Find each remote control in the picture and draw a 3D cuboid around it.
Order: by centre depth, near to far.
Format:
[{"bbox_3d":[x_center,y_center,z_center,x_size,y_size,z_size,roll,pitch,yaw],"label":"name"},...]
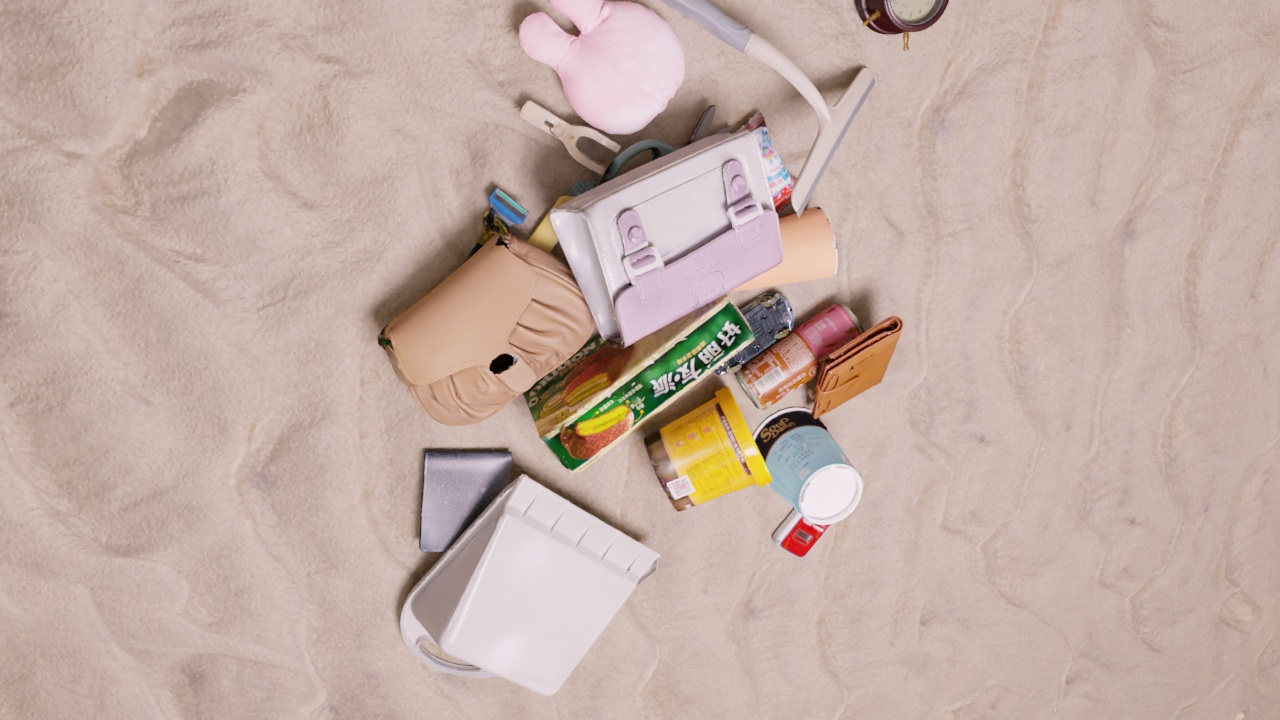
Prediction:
[{"bbox_3d":[0.227,0.191,1.168,0.056,0.020,0.136,33,101,-25],"label":"remote control"}]

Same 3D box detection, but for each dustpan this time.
[{"bbox_3d":[-0.150,0.274,1.073,0.222,0.143,0.257,36,80,-29],"label":"dustpan"}]

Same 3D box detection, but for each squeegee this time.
[{"bbox_3d":[0.108,-0.293,0.873,0.246,0.245,0.039,38,143,-6],"label":"squeegee"}]

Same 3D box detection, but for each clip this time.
[{"bbox_3d":[-0.067,-0.221,0.906,0.104,0.089,0.035,31,104,6],"label":"clip"}]

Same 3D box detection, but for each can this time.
[{"bbox_3d":[0.182,-0.004,1.049,0.147,0.058,0.058,-34,118,0],"label":"can"}]

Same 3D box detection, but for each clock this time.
[{"bbox_3d":[0.268,-0.379,0.912,0.082,0.055,0.122,21,104,-23],"label":"clock"}]

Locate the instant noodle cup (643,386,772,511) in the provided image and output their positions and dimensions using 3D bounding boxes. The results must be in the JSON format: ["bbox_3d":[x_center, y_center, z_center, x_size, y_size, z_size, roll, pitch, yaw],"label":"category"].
[{"bbox_3d":[0.074,0.106,1.038,0.114,0.118,0.118,-26,117,4],"label":"instant noodle cup"}]

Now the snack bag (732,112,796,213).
[{"bbox_3d":[0.134,-0.206,0.965,0.045,0.026,0.105,-36,116,4],"label":"snack bag"}]

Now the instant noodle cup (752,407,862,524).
[{"bbox_3d":[0.198,0.131,1.077,0.111,0.120,0.111,-6,115,-14],"label":"instant noodle cup"}]

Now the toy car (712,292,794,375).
[{"bbox_3d":[0.118,-0.032,1.032,0.120,0.037,0.054,-33,116,-12],"label":"toy car"}]

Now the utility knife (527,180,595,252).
[{"bbox_3d":[-0.102,-0.114,0.940,0.031,0.019,0.175,29,110,-31],"label":"utility knife"}]

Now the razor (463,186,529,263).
[{"bbox_3d":[-0.166,-0.105,0.925,0.042,0.022,0.143,38,105,-1],"label":"razor"}]

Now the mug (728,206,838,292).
[{"bbox_3d":[0.140,-0.114,0.982,0.122,0.078,0.078,-13,116,-6],"label":"mug"}]

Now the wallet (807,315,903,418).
[{"bbox_3d":[0.243,0.011,1.045,0.107,0.031,0.132,-30,155,-12],"label":"wallet"}]

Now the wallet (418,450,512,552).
[{"bbox_3d":[-0.195,0.158,1.021,0.097,0.019,0.121,3,103,-13],"label":"wallet"}]

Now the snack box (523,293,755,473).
[{"bbox_3d":[-0.006,0.006,0.967,0.240,0.114,0.063,-38,119,2],"label":"snack box"}]

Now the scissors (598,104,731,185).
[{"bbox_3d":[0.021,-0.185,0.919,0.176,0.019,0.175,7,114,-43],"label":"scissors"}]

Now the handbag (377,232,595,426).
[{"bbox_3d":[-0.149,-0.024,0.910,0.205,0.099,0.148,-38,130,9],"label":"handbag"}]

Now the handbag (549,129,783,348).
[{"bbox_3d":[0.033,-0.116,0.869,0.196,0.098,0.145,-29,114,-21],"label":"handbag"}]

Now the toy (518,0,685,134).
[{"bbox_3d":[-0.034,-0.290,0.864,0.159,0.054,0.121,35,92,-26],"label":"toy"}]
